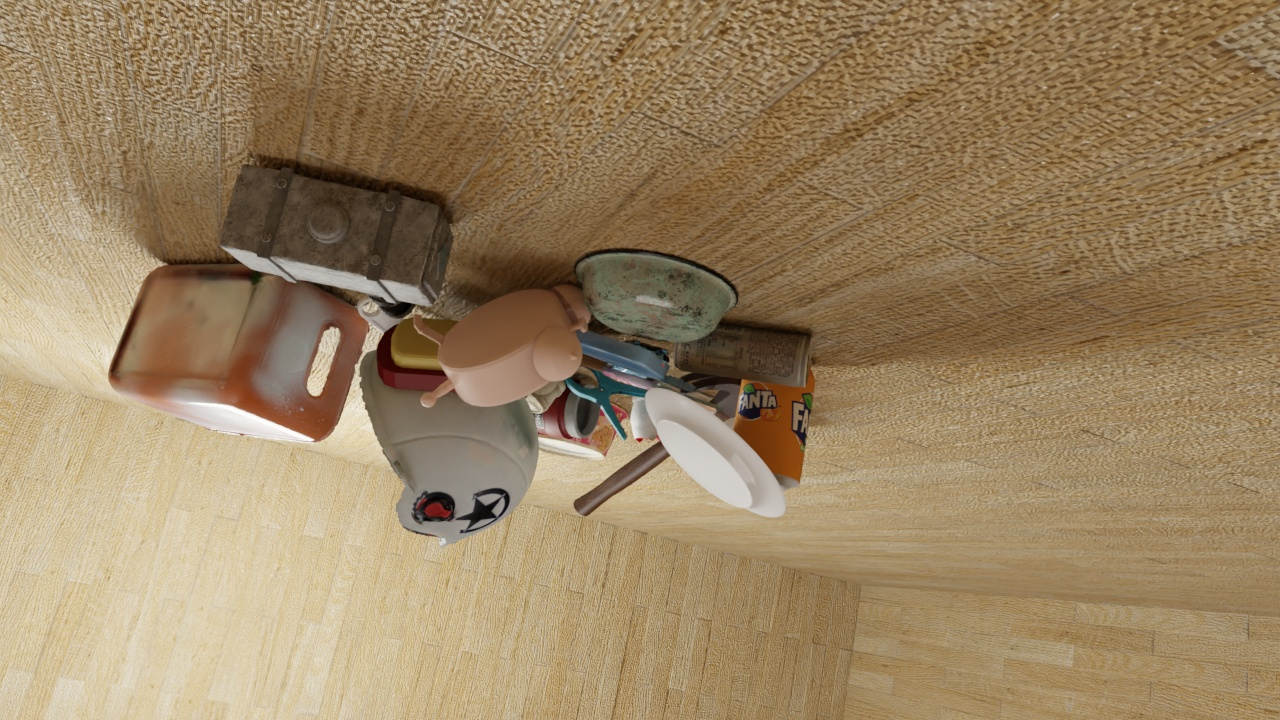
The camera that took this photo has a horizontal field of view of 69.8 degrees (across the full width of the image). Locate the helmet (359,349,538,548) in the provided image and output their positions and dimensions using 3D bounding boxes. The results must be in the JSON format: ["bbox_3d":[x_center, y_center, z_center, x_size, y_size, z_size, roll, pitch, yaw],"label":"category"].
[{"bbox_3d":[-0.212,0.080,1.084,0.163,0.236,0.264,-21,139,0],"label":"helmet"}]

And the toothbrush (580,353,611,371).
[{"bbox_3d":[-0.104,-0.012,1.138,0.166,0.016,0.016,17,164,-18],"label":"toothbrush"}]

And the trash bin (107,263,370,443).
[{"bbox_3d":[-0.490,-0.014,1.113,0.260,0.181,0.157,4,161,29],"label":"trash bin"}]

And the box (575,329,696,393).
[{"bbox_3d":[-0.046,-0.010,0.999,0.209,0.021,0.125,20,171,34],"label":"box"}]

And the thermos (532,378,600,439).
[{"bbox_3d":[-0.156,0.058,1.314,0.199,0.084,0.107,7,-166,25],"label":"thermos"}]

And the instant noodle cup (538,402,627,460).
[{"bbox_3d":[-0.114,0.104,1.436,0.178,0.077,0.179,11,165,3],"label":"instant noodle cup"}]

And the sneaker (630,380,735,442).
[{"bbox_3d":[0.092,0.108,1.252,0.236,0.104,0.090,19,163,-27],"label":"sneaker"}]

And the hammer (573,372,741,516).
[{"bbox_3d":[0.025,0.115,1.174,0.115,0.033,0.324,35,125,-24],"label":"hammer"}]

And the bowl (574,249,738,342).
[{"bbox_3d":[0.011,-0.054,0.866,0.157,0.038,0.157,11,164,3],"label":"bowl"}]

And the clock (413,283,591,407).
[{"bbox_3d":[-0.130,-0.023,0.889,0.161,0.130,0.086,-10,123,12],"label":"clock"}]

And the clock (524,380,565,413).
[{"bbox_3d":[-0.142,0.028,1.180,0.093,0.054,0.141,41,156,-16],"label":"clock"}]

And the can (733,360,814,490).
[{"bbox_3d":[0.142,0.064,0.992,0.079,0.142,0.079,11,165,3],"label":"can"}]

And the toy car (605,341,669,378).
[{"bbox_3d":[-0.007,0.007,1.109,0.060,0.027,0.108,16,164,-15],"label":"toy car"}]

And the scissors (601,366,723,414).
[{"bbox_3d":[0.039,0.037,1.018,0.171,0.013,0.173,14,173,45],"label":"scissors"}]

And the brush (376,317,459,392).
[{"bbox_3d":[-0.195,-0.008,0.987,0.173,0.082,0.042,4,132,-5],"label":"brush"}]

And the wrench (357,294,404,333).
[{"bbox_3d":[-0.264,0.000,1.173,0.066,0.018,0.273,-36,136,4],"label":"wrench"}]

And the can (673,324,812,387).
[{"bbox_3d":[0.104,-0.007,0.934,0.136,0.054,0.054,8,164,13],"label":"can"}]

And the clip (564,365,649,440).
[{"bbox_3d":[-0.040,0.032,1.175,0.120,0.103,0.027,32,163,2],"label":"clip"}]

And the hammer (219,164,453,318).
[{"bbox_3d":[-0.263,-0.086,0.903,0.177,0.079,0.326,12,170,-1],"label":"hammer"}]

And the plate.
[{"bbox_3d":[0.070,0.103,0.957,0.188,0.016,0.189,38,160,16],"label":"plate"}]
